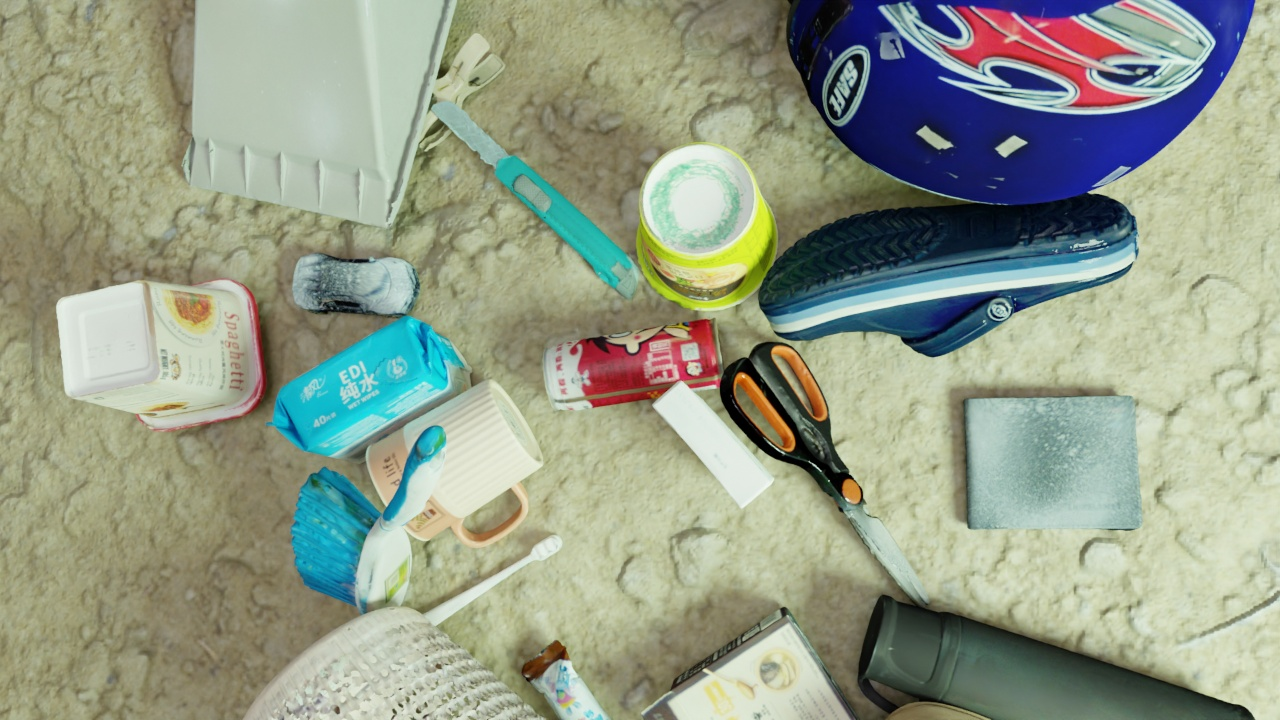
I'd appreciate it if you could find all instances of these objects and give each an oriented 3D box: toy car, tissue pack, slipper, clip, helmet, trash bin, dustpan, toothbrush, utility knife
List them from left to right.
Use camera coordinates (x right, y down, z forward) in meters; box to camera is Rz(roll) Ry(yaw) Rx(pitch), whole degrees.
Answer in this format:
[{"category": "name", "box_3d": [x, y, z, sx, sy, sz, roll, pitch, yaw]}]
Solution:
[{"category": "dustpan", "box_3d": [-0.250, -0.265, 0.759, 0.223, 0.142, 0.258, 14, 113, 21]}, {"category": "toy car", "box_3d": [-0.232, -0.062, 0.745, 0.105, 0.031, 0.049, 3, 85, 7]}, {"category": "tissue pack", "box_3d": [-0.202, 0.024, 0.701, 0.140, 0.090, 0.063, -30, 74, 3]}, {"category": "trash bin", "box_3d": [-0.157, 0.285, 0.618, 0.192, 0.227, 0.227, 42, 90, 23]}, {"category": "clip", "box_3d": [-0.155, -0.218, 0.746, 0.100, 0.074, 0.035, -42, 80, 3]}, {"category": "toothbrush", "box_3d": [-0.138, 0.186, 0.712, 0.180, 0.016, 0.016, -32, 79, 4]}, {"category": "utility knife", "box_3d": [-0.082, -0.129, 0.724, 0.219, 0.013, 0.029, 42, 91, 0]}, {"category": "slipper", "box_3d": [0.214, -0.056, 0.656, 0.253, 0.104, 0.095, -10, 118, 17]}, {"category": "helmet", "box_3d": [0.213, -0.230, 0.588, 0.315, 0.248, 0.239, 17, 68, 3]}]

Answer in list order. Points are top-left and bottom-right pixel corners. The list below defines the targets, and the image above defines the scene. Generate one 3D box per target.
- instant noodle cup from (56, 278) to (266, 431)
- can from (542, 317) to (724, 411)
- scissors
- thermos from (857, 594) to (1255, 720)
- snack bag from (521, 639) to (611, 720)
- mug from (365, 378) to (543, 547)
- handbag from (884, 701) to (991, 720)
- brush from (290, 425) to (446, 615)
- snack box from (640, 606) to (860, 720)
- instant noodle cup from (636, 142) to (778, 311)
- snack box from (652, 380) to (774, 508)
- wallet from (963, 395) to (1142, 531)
[{"category": "instant noodle cup", "box_3d": [-0.371, -0.009, 0.711, 0.117, 0.124, 0.116, -11, 82, 7]}, {"category": "can", "box_3d": [-0.004, 0.004, 0.695, 0.133, 0.053, 0.053, -9, 83, 7]}, {"category": "scissors", "box_3d": [0.131, 0.094, 0.662, 0.139, 0.022, 0.235, -8, 71, -38]}, {"category": "thermos", "box_3d": [0.275, 0.237, 0.632, 0.243, 0.068, 0.090, 16, 118, 11]}, {"category": "snack bag", "box_3d": [-0.046, 0.262, 0.686, 0.045, 0.026, 0.105, -41, 80, 22]}, {"category": "mug", "box_3d": [-0.130, 0.086, 0.696, 0.106, 0.081, 0.114, -31, 107, 2]}, {"category": "handbag", "box_3d": [0.207, 0.335, 0.594, 0.148, 0.099, 0.204, 6, 103, 5]}, {"category": "brush", "box_3d": [-0.177, 0.102, 0.601, 0.109, 0.315, 0.060, 34, 53, 12]}, {"category": "snack box", "box_3d": [0.084, 0.260, 0.655, 0.126, 0.053, 0.113, -34, 81, 3]}, {"category": "instant noodle cup", "box_3d": [0.044, -0.100, 0.664, 0.112, 0.123, 0.111, -1, 84, 8]}, {"category": "snack box", "box_3d": [0.054, 0.058, 0.629, 0.027, 0.157, 0.084, -42, 79, 2]}, {"category": "wallet", "box_3d": [0.297, 0.075, 0.665, 0.121, 0.019, 0.097, -1, 86, 6]}]
